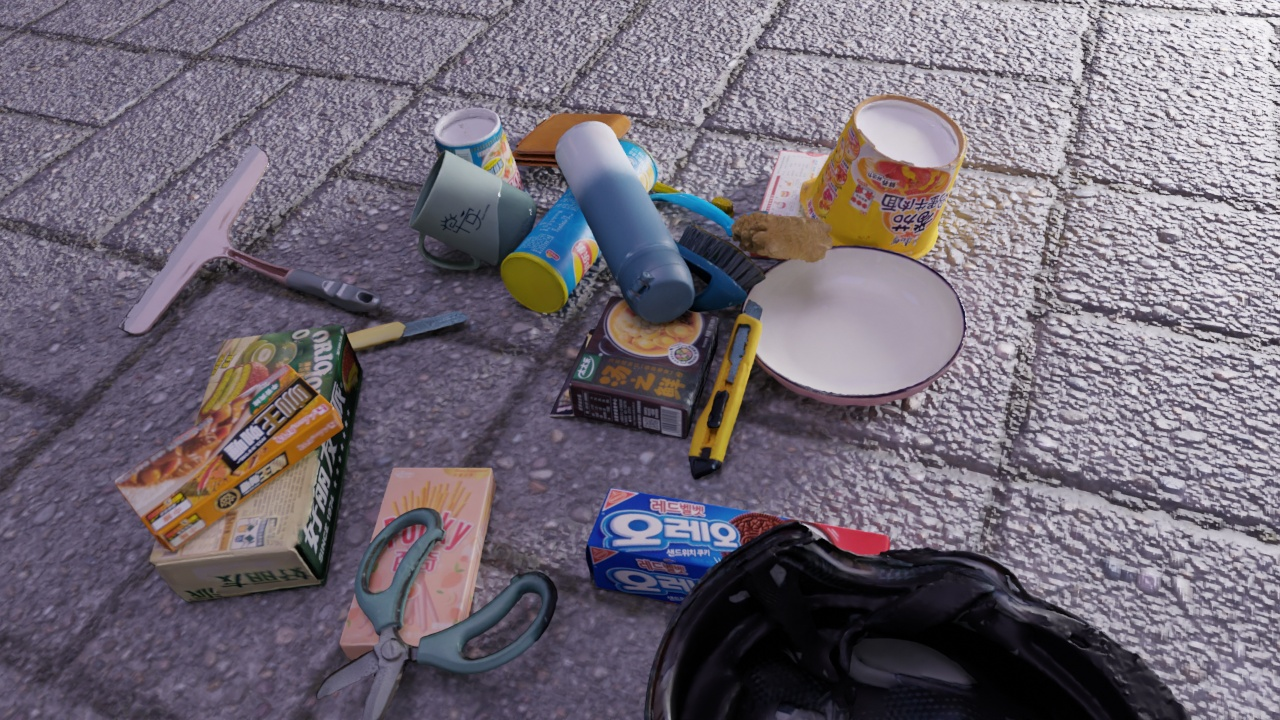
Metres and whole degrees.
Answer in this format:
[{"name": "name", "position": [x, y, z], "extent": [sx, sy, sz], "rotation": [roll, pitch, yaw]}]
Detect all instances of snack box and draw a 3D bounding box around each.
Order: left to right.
[{"name": "snack box", "position": [-0.314, 0.071, 0.705], "extent": [0.075, 0.026, 0.153], "rotation": [33, 60, 32]}, {"name": "snack box", "position": [-0.309, 0.077, 0.763], "extent": [0.114, 0.063, 0.239], "rotation": [-8, 45, 0]}, {"name": "snack box", "position": [-0.164, 0.150, 0.696], "extent": [0.084, 0.026, 0.157], "rotation": [-1, 47, 6]}, {"name": "snack box", "position": [-0.005, 0.005, 0.802], "extent": [0.126, 0.053, 0.113], "rotation": [12, 49, 12]}, {"name": "snack box", "position": [0.066, 0.143, 0.648], "extent": [0.208, 0.057, 0.058], "rotation": [7, 45, 16]}, {"name": "snack box", "position": [0.167, -0.161, 0.948], "extent": [0.077, 0.027, 0.155], "rotation": [9, 48, 16]}]

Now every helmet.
[{"name": "helmet", "position": [0.133, 0.225, 0.492], "extent": [0.274, 0.157, 0.229], "rotation": [13, 47, 6]}]

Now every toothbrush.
[{"name": "toothbrush", "position": [0.022, -0.193, 1.007], "extent": [0.190, 0.017, 0.015], "rotation": [26, 54, 29]}]

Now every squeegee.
[{"name": "squeegee", "position": [-0.366, -0.090, 0.950], "extent": [0.250, 0.040, 0.247], "rotation": [19, 68, 18]}]

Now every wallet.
[{"name": "wallet", "position": [-0.082, -0.254, 1.057], "extent": [0.108, 0.031, 0.131], "rotation": [6, 33, 17]}]

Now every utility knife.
[{"name": "utility knife", "position": [-0.270, -0.019, 0.880], "extent": [0.212, 0.022, 0.031], "rotation": [-18, 47, 0]}, {"name": "utility knife", "position": [0.072, 0.019, 0.761], "extent": [0.033, 0.015, 0.170], "rotation": [2, 62, 35]}]

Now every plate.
[{"name": "plate", "position": [0.184, -0.027, 0.807], "extent": [0.192, 0.039, 0.192], "rotation": [-4, 46, 4]}]

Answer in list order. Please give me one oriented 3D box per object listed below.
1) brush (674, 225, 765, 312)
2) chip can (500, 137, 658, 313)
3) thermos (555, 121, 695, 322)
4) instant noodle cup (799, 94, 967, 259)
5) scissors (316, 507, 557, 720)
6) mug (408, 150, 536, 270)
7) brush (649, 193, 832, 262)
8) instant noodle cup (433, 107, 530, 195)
[{"name": "brush", "position": [0.057, -0.081, 0.849], "extent": [0.073, 0.055, 0.144], "rotation": [-47, 26, 3]}, {"name": "chip can", "position": [-0.057, -0.141, 0.931], "extent": [0.071, 0.071, 0.209], "rotation": [16, 50, 22]}, {"name": "thermos", "position": [-0.015, -0.127, 0.837], "extent": [0.070, 0.070, 0.220], "rotation": [-19, 55, -10]}, {"name": "instant noodle cup", "position": [0.236, -0.176, 0.873], "extent": [0.138, 0.110, 0.137], "rotation": [5, 51, -6]}, {"name": "scissors", "position": [-0.133, 0.175, 0.636], "extent": [0.181, 0.019, 0.169], "rotation": [2, 45, 7]}, {"name": "mug", "position": [-0.173, -0.138, 0.926], "extent": [0.106, 0.112, 0.082], "rotation": [25, 23, -24]}, {"name": "brush", "position": [0.085, -0.139, 0.890], "extent": [0.083, 0.046, 0.255], "rotation": [-4, 22, -32]}, {"name": "instant noodle cup", "position": [-0.175, -0.205, 0.983], "extent": [0.099, 0.110, 0.099], "rotation": [-4, 47, 4]}]
